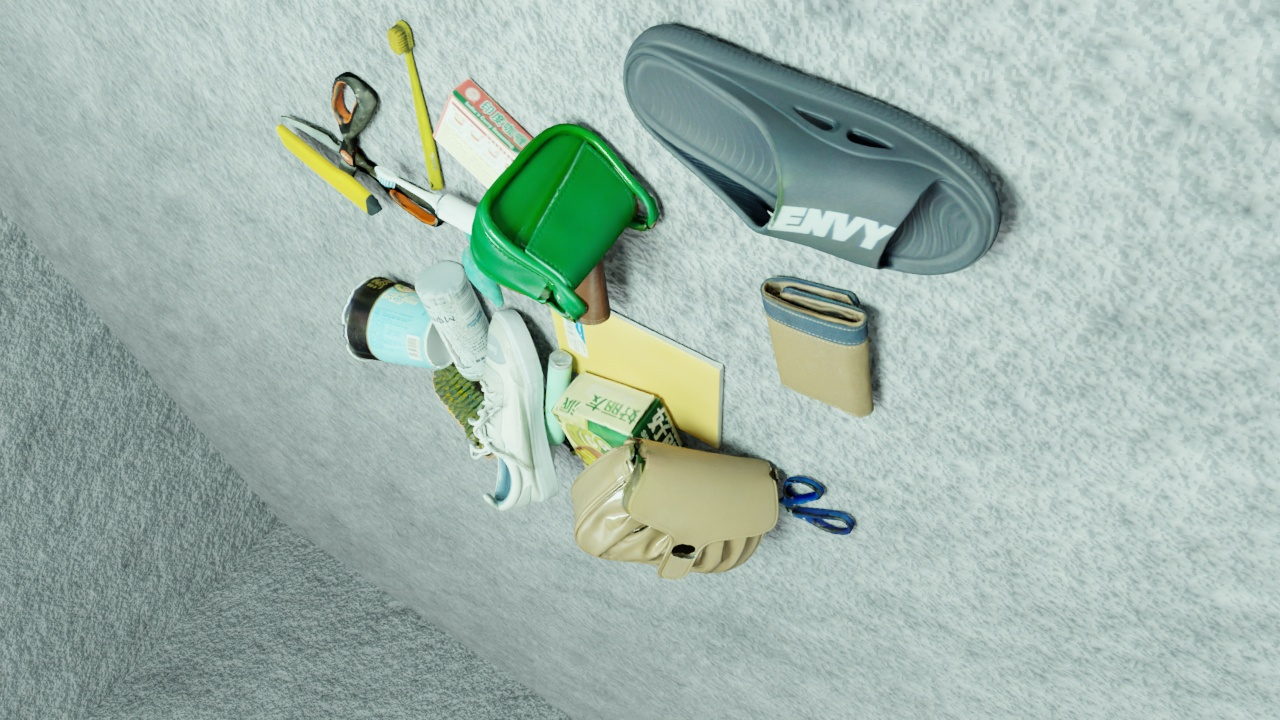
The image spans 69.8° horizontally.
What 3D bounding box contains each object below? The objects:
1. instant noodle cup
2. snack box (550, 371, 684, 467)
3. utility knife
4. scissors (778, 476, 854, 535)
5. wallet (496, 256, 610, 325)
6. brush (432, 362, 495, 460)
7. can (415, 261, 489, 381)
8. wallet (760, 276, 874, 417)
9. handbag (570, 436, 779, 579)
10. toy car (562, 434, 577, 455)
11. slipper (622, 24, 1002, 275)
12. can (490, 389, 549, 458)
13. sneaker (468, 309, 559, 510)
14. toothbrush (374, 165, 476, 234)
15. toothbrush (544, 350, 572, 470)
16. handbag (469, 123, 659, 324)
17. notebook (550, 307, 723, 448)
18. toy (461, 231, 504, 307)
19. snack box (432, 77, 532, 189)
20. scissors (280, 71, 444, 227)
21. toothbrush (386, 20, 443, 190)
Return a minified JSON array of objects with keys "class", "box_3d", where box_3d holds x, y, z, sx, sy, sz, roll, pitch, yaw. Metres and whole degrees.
[{"class":"instant noodle cup","box_3d":[-0.281,-0.041,1.121,0.120,0.111,0.111,14,144,25]},{"class":"snack box","box_3d":[-0.001,0.120,1.038,0.115,0.063,0.240,18,148,36]},{"class":"utility knife","box_3d":[-0.335,-0.205,0.990,0.154,0.015,0.033,39,150,8]},{"class":"scissors","box_3d":[0.148,0.148,0.964,0.171,0.012,0.140,16,146,39]},{"class":"wallet","box_3d":[-0.083,-0.088,0.819,0.124,0.032,0.101,26,147,20]},{"class":"brush","box_3d":[-0.222,0.059,1.217,0.145,0.063,0.073,49,-177,8]},{"class":"can","box_3d":[-0.207,-0.043,1.061,0.058,0.058,0.147,21,147,31]},{"class":"wallet","box_3d":[0.141,-0.009,0.721,0.090,0.033,0.115,23,149,34]},{"class":"handbag","box_3d":[0.037,0.153,0.923,0.204,0.099,0.148,12,130,-22]},{"class":"toy car","box_3d":[-0.069,0.091,1.113,0.091,0.036,0.043,1,133,52]},{"class":"slipper","box_3d":[0.086,-0.117,0.579,0.268,0.083,0.111,32,153,17]},{"class":"can","box_3d":[-0.147,0.086,1.151,0.057,0.083,0.102,11,141,43]},{"class":"sneaker","box_3d":[-0.158,0.061,1.047,0.089,0.090,0.242,32,133,57]},{"class":"toothbrush","box_3d":[-0.168,-0.138,0.892,0.221,0.026,0.026,28,138,11]},{"class":"toothbrush","box_3d":[-0.099,0.071,1.071,0.027,0.026,0.225,39,144,24]},{"class":"handbag","box_3d":[-0.063,-0.107,0.720,0.120,0.131,0.068,39,157,-6]},{"class":"notebook","box_3d":[-0.006,0.005,0.941,0.206,0.010,0.146,27,150,22]},{"class":"toy","box_3d":[-0.155,-0.098,0.912,0.096,0.030,0.091,56,-166,-5]},{"class":"snack box","box_3d":[-0.109,-0.165,0.799,0.156,0.027,0.077,43,152,-7]},{"class":"scissors","box_3d":[-0.293,-0.214,0.956,0.234,0.021,0.221,35,151,7]},{"class":"toothbrush","box_3d":[-0.203,-0.224,0.837,0.016,0.016,0.190,31,151,18]}]
